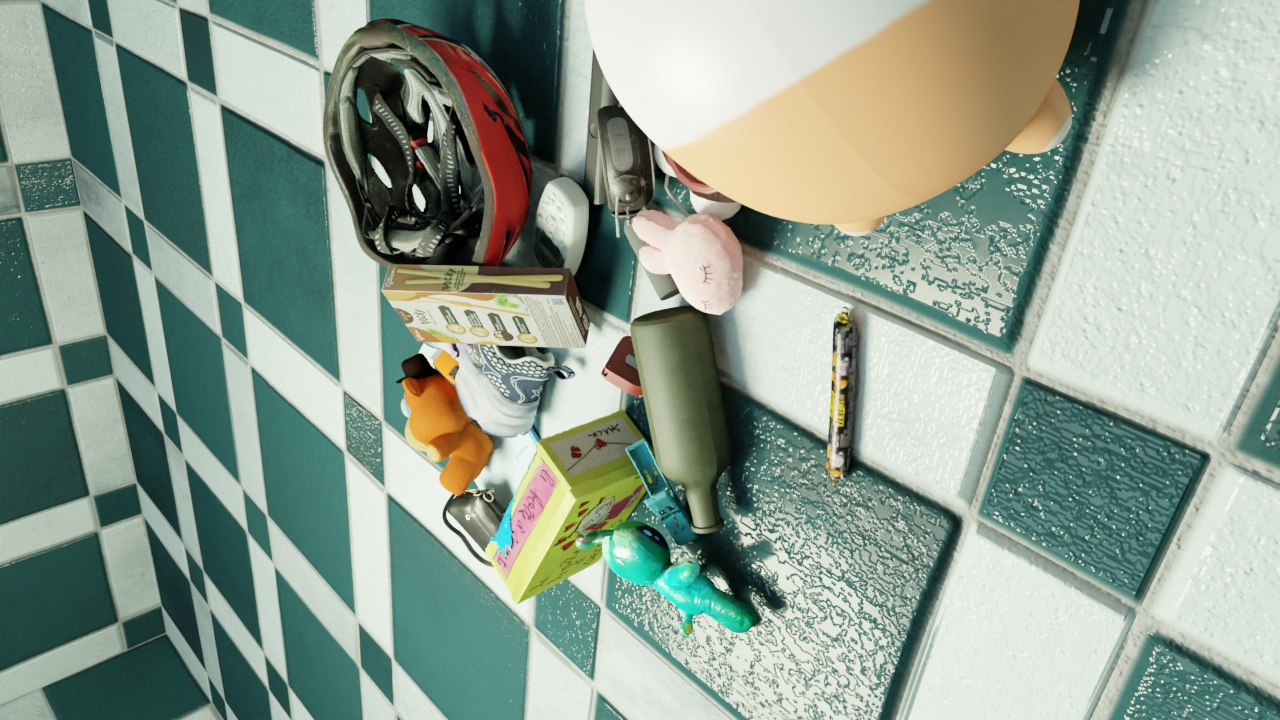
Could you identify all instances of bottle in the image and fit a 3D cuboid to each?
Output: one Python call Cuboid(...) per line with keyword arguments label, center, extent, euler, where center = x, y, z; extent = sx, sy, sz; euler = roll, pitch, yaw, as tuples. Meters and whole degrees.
Cuboid(label="bottle", center=(0.043, 0.056, 0.839), extent=(0.072, 0.071, 0.207), euler=(1, 106, 48))
Cuboid(label="bottle", center=(0.006, -0.111, 0.842), extent=(0.030, 0.030, 0.113), euler=(-36, 78, 49))

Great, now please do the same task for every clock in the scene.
Cuboid(label="clock", center=(0.060, -0.174, 0.742), extent=(0.096, 0.048, 0.138), euler=(53, 136, 19))
Cuboid(label="clock", center=(-0.011, -0.171, 0.797), extent=(0.091, 0.044, 0.122), euler=(91, 171, -80))

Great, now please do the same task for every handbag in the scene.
Cuboid(label="handbag", center=(-0.188, 0.211, 1.161), extent=(0.079, 0.054, 0.128), euler=(-27, 106, 45))

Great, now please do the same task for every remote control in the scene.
Cuboid(label="remote control", center=(-0.037, -0.220, 0.856), extent=(0.033, 0.015, 0.147), euler=(30, 126, 37))
Cuboid(label="remote control", center=(-0.079, -0.131, 0.917), extent=(0.060, 0.028, 0.115), euler=(52, 148, 22))

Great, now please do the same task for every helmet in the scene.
Cuboid(label="helmet", center=(-0.210, -0.209, 0.932), extent=(0.218, 0.166, 0.272), euler=(6, 121, 31))

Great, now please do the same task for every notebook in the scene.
Cuboid(label="notebook", center=(-0.209, 0.067, 1.173), extent=(0.253, 0.009, 0.182), euler=(57, 138, 14))

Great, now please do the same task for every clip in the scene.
Cuboid(label="clip", center=(0.028, 0.144, 0.877), extent=(0.120, 0.027, 0.103), euler=(60, -173, -45))
Cuboid(label="clip", center=(-0.199, -0.027, 0.997), extent=(0.045, 0.014, 0.051), euler=(0, 97, 29))

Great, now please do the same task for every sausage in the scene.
Cuboid(label="sausage", center=(0.162, 0.032, 0.737), extent=(0.020, 0.020, 0.155), euler=(19, 119, 43))

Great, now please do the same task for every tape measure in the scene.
Cuboid(label="tape measure", center=(-0.210, 0.012, 1.099), extent=(0.038, 0.058, 0.059), euler=(-50, 56, 4))
Cuboid(label="tape measure", center=(-0.005, 0.005, 0.892), extent=(0.051, 0.058, 0.019), euler=(31, 134, -2))

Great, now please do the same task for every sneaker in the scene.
Cuboid(label="sneaker", center=(-0.177, -0.053, 1.039), extent=(0.133, 0.103, 0.269), euler=(-44, 72, 32))

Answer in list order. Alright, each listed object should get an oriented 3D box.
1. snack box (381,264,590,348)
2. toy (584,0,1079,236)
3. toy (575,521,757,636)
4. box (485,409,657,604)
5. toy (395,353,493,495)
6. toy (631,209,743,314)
Cuboid(label="snack box", center=(-0.153, -0.054, 0.928), extent=(0.186, 0.031, 0.101), euler=(2, 152, 11))
Cuboid(label="toy", center=(0.113, -0.207, 0.521), extent=(0.264, 0.264, 0.281), euler=(-24, 116, 35))
Cuboid(label="toy", center=(0.023, 0.212, 0.892), extent=(0.193, 0.072, 0.131), euler=(30, 161, 10))
Cuboid(label="box", center=(-0.075, 0.161, 0.979), extent=(0.080, 0.124, 0.222), euler=(51, 135, 24))
Cuboid(label="toy", center=(-0.241, 0.074, 1.128), extent=(0.096, 0.112, 0.176), euler=(-13, 97, 9))
Cuboid(label="toy", center=(0.040, -0.088, 0.776), extent=(0.105, 0.053, 0.108), euler=(29, 157, 28))
